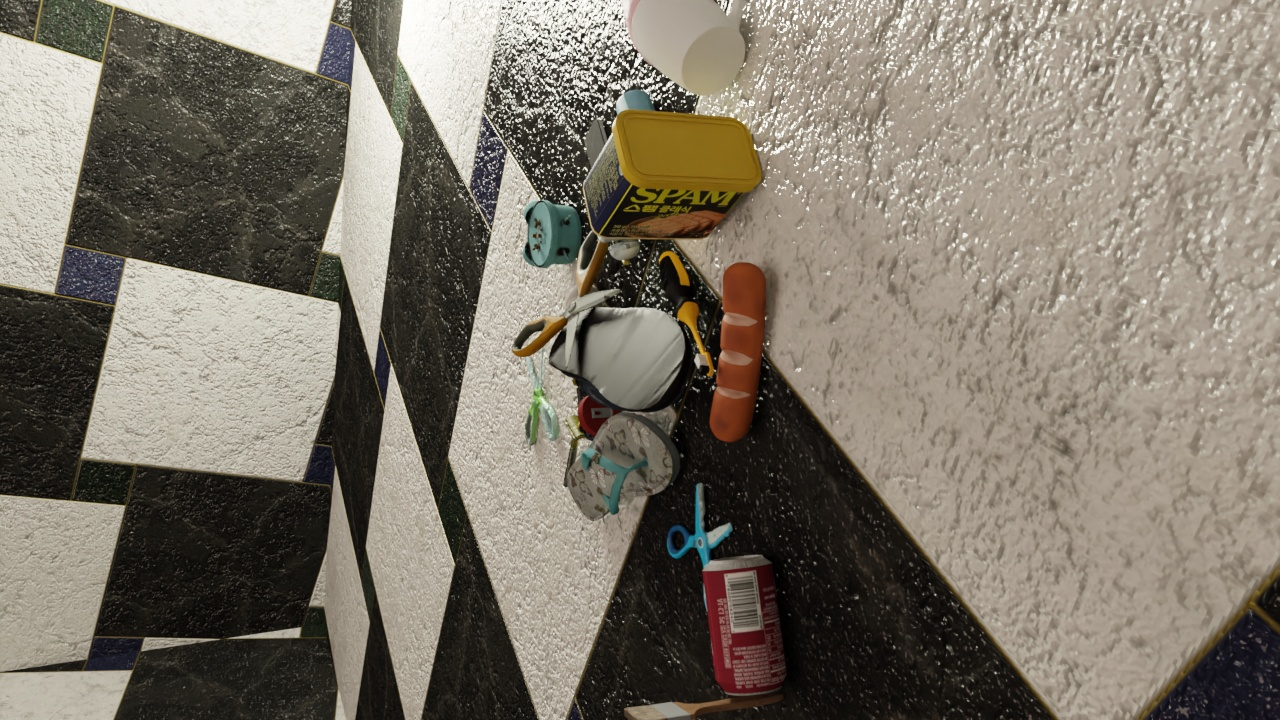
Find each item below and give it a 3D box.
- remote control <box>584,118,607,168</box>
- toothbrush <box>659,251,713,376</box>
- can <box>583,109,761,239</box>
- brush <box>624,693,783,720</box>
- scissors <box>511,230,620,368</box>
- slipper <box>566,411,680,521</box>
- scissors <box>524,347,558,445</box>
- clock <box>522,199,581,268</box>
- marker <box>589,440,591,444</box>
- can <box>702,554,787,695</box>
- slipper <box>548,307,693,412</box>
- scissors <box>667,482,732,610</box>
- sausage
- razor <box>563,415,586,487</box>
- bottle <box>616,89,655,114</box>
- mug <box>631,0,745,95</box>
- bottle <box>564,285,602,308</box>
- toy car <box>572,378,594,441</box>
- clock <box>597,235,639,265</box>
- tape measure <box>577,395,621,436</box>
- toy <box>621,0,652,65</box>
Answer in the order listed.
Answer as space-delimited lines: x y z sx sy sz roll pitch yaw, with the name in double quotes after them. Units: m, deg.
-0.043 -0.224 1.111 0.045 0.008 0.146 -50 48 52 "remote control"
0.046 -0.050 0.897 0.196 0.030 0.031 -106 30 -49 "toothbrush"
0.025 -0.166 0.849 0.105 0.135 0.075 133 129 -57 "can"
0.060 0.301 0.796 0.045 0.143 0.008 163 105 -71 "brush"
-0.080 -0.072 1.078 0.226 0.016 0.229 -20 45 51 "scissors"
-0.042 0.129 1.056 0.098 0.054 0.270 61 149 7 "slipper"
-0.144 0.050 1.326 0.165 0.024 0.172 -133 46 -59 "scissors"
-0.123 -0.167 1.221 0.124 0.053 0.090 22 110 61 "clock"
-0.064 0.076 1.165 0.013 0.012 0.142 -23 72 61 "marker"
0.093 0.234 0.817 0.063 0.063 0.114 -24 70 61 "can"
-0.006 0.006 0.989 0.108 0.083 0.266 -59 29 -8 "slipper"
0.059 0.191 0.937 0.140 0.011 0.134 -6 89 64 "scissors"
0.089 -0.007 0.830 0.039 0.044 0.164 15 106 42 "sausage"
-0.090 0.126 1.212 0.042 0.026 0.106 53 141 45 "razor"
0.008 -0.230 0.978 0.040 0.040 0.130 -54 45 50 "bottle"
0.058 -0.311 0.852 0.114 0.081 0.087 -45 51 14 "mug"
-0.057 -0.028 1.110 0.044 0.044 0.136 -57 43 48 "bottle"
-0.061 0.048 1.139 0.049 0.030 0.107 -21 75 63 "toy car"
-0.023 -0.160 1.015 0.083 0.057 0.118 -113 12 -48 "clock"
-0.047 0.068 1.089 0.019 0.051 0.059 -27 67 61 "tape measure"
0.008 -0.370 0.957 0.093 0.050 0.103 57 143 40 "toy"
